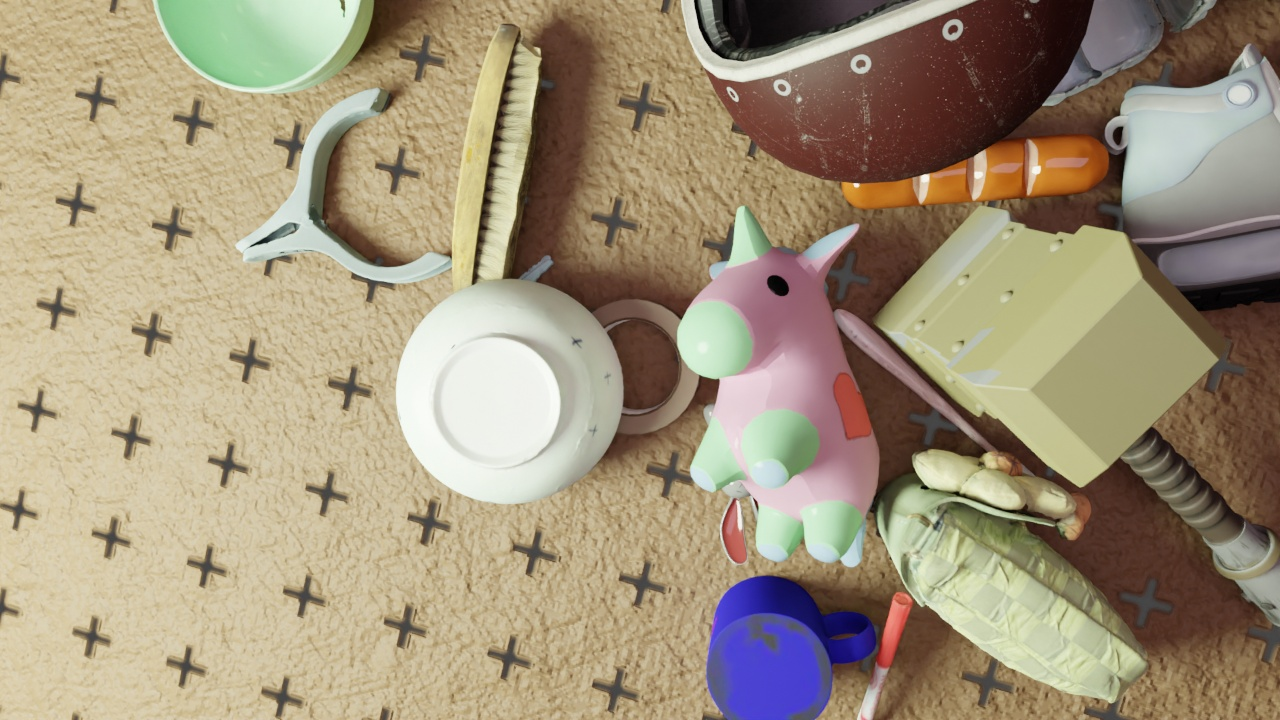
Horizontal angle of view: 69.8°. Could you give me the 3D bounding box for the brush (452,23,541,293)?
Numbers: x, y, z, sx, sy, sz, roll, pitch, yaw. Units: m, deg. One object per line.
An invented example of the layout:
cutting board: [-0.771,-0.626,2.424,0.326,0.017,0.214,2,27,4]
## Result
brush: [-0.099,-0.133,0.637,0.043,0.059,0.195,10,94,-3]

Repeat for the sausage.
sausage: [0.215,-0.123,0.600,0.164,0.044,0.039,-2,103,11]

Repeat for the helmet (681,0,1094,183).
helmet: [0.136,-0.229,0.504,0.234,0.233,0.253,-16,106,19]

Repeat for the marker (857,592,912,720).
marker: [0.159,0.211,0.615,0.013,0.012,0.142,10,121,7]

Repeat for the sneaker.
sneaker: [0.422,-0.118,0.543,0.257,0.093,0.160,-7,82,19]

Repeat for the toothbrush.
toothbrush: [0.201,0.026,0.625,0.181,0.018,0.016,42,94,4]

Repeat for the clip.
clip: [-0.212,-0.135,0.670,0.169,0.031,0.164,5,92,6]

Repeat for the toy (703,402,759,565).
toy: [0.069,0.082,0.640,0.049,0.030,0.111,-12,89,-19]

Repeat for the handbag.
handbag: [0.238,0.126,0.582,0.186,0.113,0.117,36,95,1]

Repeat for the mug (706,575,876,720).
mug: [0.102,0.192,0.614,0.111,0.083,0.079,-12,91,8]

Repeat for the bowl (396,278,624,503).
bowl: [-0.088,0.023,0.596,0.153,0.073,0.153,0,94,0]

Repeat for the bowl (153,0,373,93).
bowl: [-0.250,-0.255,0.641,0.151,0.077,0.151,0,94,8]

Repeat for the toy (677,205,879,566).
toy: [0.101,0.024,0.596,0.120,0.170,0.222,-11,128,44]

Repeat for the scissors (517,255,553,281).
scissors: [-0.114,-0.029,0.671,0.136,0.015,0.055,-42,89,2]

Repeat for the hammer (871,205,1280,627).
hammer: [0.310,0.059,0.555,0.325,0.190,0.101,41,98,-13]

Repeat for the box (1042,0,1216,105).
box: [0.248,-0.274,0.568,0.106,0.129,0.210,-28,83,17]

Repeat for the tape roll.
tape roll: [-0.004,0.004,0.645,0.094,0.030,0.093,0,93,8]
